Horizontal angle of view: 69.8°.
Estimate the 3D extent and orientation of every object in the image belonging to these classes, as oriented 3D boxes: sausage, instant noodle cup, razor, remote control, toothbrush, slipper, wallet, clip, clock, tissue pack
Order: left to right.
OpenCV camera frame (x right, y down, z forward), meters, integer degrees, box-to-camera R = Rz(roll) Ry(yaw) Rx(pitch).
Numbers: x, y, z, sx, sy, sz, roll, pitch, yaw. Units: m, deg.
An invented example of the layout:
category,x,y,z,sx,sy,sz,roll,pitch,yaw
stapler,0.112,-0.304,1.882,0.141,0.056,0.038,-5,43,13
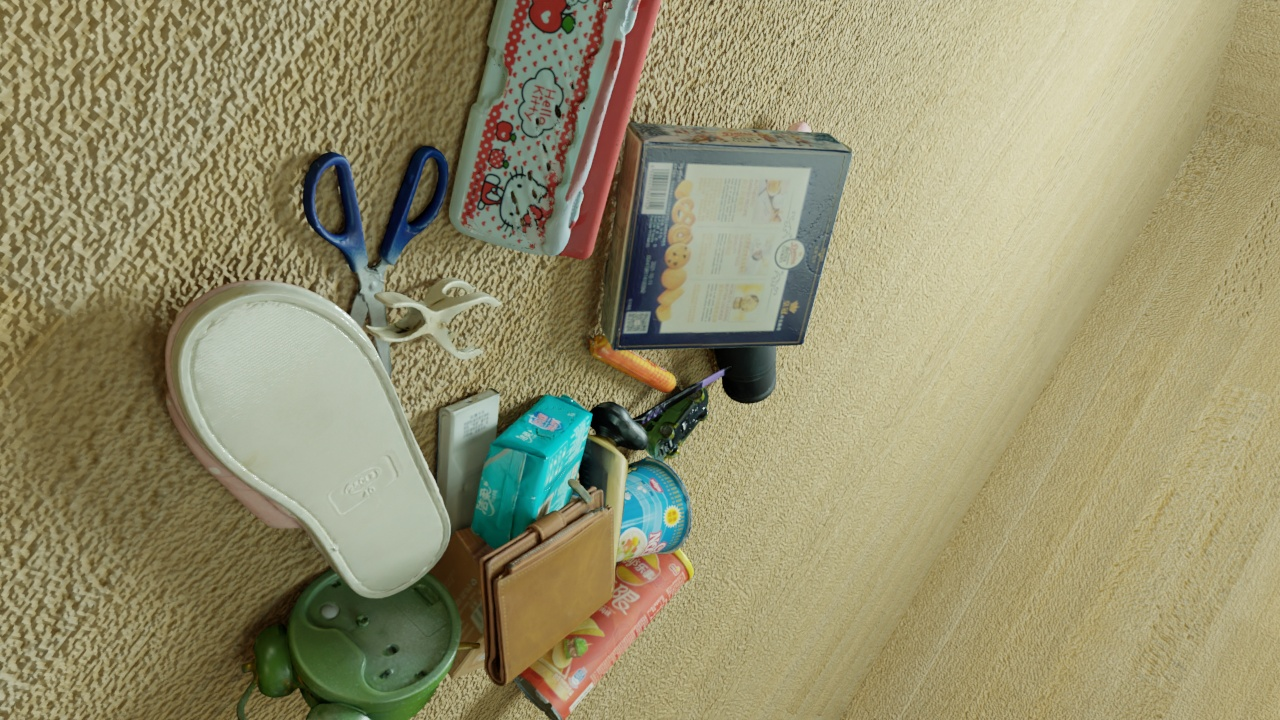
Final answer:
category,x,y,z,sx,sy,sz,roll,pitch,yaw
slipper,-0.195,0.054,0.566,0.114,0.054,0.275,-40,140,-19
clock,-0.199,0.209,0.639,0.160,0.116,0.056,-30,148,-45
clip,-0.130,-0.040,0.599,0.086,0.035,0.104,-58,155,-4
remote control,-0.135,0.082,0.714,0.048,0.024,0.125,-26,134,-45
tissue pack,-0.085,0.088,0.738,0.133,0.050,0.093,-44,150,-68
wallet,-0.066,0.161,0.689,0.130,0.035,0.119,-26,120,-49
razor,-0.029,0.121,0.801,0.062,0.067,0.167,142,-45,-66
instant noodle cup,-0.024,0.151,0.878,0.109,0.099,0.099,-11,124,-43
sausage,-0.005,0.005,0.843,0.021,0.021,0.165,-61,150,0
toothbrush,0.019,0.048,0.886,0.188,0.017,0.014,-28,136,-25

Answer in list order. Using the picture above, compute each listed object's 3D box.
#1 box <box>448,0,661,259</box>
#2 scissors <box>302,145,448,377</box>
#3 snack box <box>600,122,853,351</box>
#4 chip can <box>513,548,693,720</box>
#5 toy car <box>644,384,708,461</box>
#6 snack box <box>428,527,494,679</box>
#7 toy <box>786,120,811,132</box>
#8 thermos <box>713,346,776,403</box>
category,x,y,z,sx,sy,sz,roll,pitch,yaw
box,-0.054,-0.174,0.606,0.095,0.100,0.201,-97,-156,-71
scissors,-0.162,-0.061,0.567,0.162,0.012,0.162,-49,149,-18
snack box,0.067,-0.097,0.756,0.182,0.045,0.178,-2,121,-19
chip can,-0.036,0.281,0.978,0.216,0.073,0.073,-45,146,-26
toy car,0.037,0.062,0.937,0.091,0.036,0.043,-46,145,-22
snack box,-0.120,0.190,0.752,0.094,0.077,0.093,-3,134,-55
toy,0.154,-0.162,0.904,0.121,0.054,0.159,-60,151,-15
thermos,0.100,-0.059,0.914,0.243,0.068,0.089,75,24,-52
